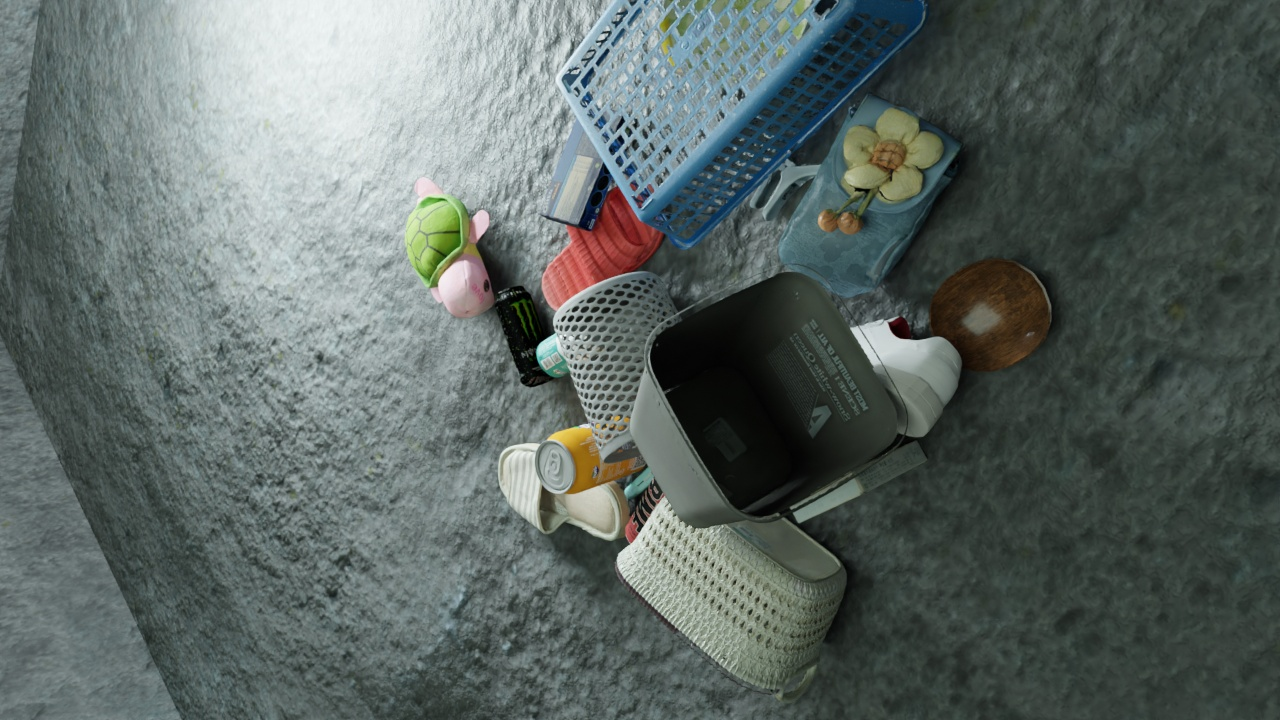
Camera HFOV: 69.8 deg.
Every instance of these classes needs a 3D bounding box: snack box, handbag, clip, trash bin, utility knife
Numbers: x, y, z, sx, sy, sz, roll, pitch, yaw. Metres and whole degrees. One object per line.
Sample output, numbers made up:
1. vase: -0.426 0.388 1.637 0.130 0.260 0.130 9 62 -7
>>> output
1. snack box: 0.219 0.119 0.915 0.082 0.149 0.026 -36 75 38
2. handbag: 0.214 -0.152 0.883 0.122 0.118 0.192 34 118 8
3. clip: 0.190 -0.217 0.957 0.164 0.030 0.173 25 114 37
4. trash bin: 0.098 0.056 0.886 0.197 0.197 0.220 60 161 11
5. utility knife: 0.000 0.163 1.204 0.022 0.015 0.148 53 130 11
6. trash bin: -0.006 0.006 1.087 0.157 0.156 0.183 -35 73 39
7. snack box: -0.068 -0.239 1.137 0.082 0.027 0.150 24 92 43

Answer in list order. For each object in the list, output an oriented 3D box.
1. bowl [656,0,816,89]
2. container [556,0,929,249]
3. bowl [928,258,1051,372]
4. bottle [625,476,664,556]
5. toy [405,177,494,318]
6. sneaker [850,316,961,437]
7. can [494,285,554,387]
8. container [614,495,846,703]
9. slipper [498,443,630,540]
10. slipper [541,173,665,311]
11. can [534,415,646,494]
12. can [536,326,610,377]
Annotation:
1. bowl: 0.116 -0.381 0.968 0.220 0.060 0.188 -27 80 39
2. container: 0.069 -0.312 0.922 0.363 0.089 0.257 -42 71 38
3. bowl: 0.333 -0.043 0.868 0.114 0.026 0.102 -32 78 40
4. bottle: 0.042 0.162 1.134 0.062 0.062 0.177 43 123 27
5. toy: -0.284 -0.159 1.336 0.191 0.087 0.238 -44 64 36
6. sneaker: 0.227 -0.002 0.938 0.090 0.104 0.237 50 164 -24
7. can: -0.160 -0.032 1.274 0.054 0.053 0.137 -25 82 41
8. container: 0.105 0.241 1.023 0.252 0.184 0.143 35 110 30
9. slipper: -0.118 0.183 1.272 0.273 0.053 0.114 9 101 45
10. slipper: -0.059 -0.140 1.166 0.250 0.059 0.103 -41 71 39
11. can: -0.059 0.119 1.158 0.079 0.142 0.079 9 104 39
12. can: -0.089 -0.019 1.216 0.102 0.054 0.055 -29 79 40
